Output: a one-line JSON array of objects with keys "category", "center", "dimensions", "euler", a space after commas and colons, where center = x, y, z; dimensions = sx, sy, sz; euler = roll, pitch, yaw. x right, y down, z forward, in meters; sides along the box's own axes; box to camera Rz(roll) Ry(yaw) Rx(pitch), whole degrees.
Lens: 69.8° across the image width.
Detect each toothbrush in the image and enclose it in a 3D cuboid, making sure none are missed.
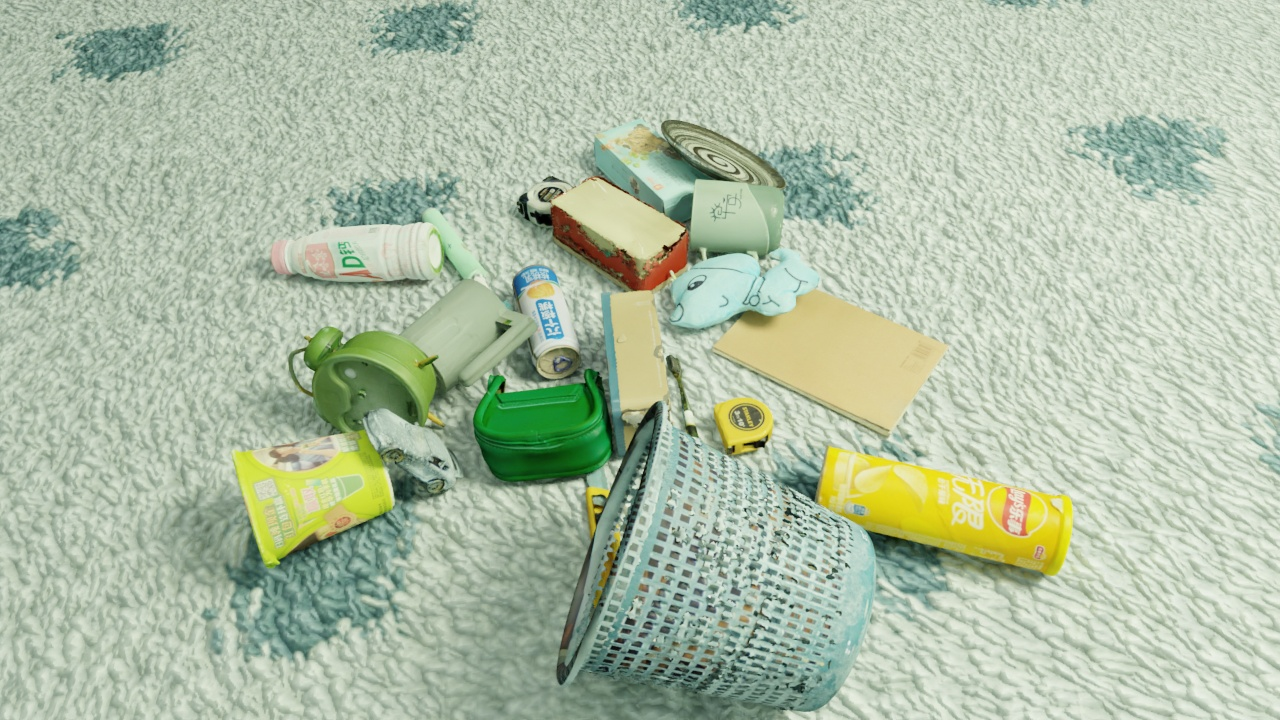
[{"category": "toothbrush", "center": [0.049, 0.064, 0.929], "dimensions": [0.012, 0.017, 0.185], "euler": [-29, 46, 17]}, {"category": "toothbrush", "center": [-0.209, -0.116, 1.099], "dimensions": [0.027, 0.026, 0.224], "euler": [-45, 54, 6]}]

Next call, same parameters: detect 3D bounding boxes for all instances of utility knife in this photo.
[{"category": "utility knife", "center": [-0.037, 0.154, 0.852], "dimensions": [0.033, 0.015, 0.214], "euler": [-7, 47, -6]}]

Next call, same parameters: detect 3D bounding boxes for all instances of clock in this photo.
[{"category": "clock", "center": [-0.278, 0.024, 0.918], "dimensions": [0.161, 0.116, 0.056], "euler": [10, 37, 7]}]

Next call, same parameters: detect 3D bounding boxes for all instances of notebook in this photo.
[{"category": "notebook", "center": [0.207, -0.014, 0.997], "dimensions": [0.211, 0.012, 0.149], "euler": [27, 53, 25]}]

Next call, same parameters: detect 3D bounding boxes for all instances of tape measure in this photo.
[{"category": "tape measure", "center": [0.104, 0.066, 0.917], "dimensions": [0.057, 0.029, 0.060], "euler": [-11, 48, -6]}, {"category": "tape measure", "center": [-0.113, -0.199, 1.166], "dimensions": [0.066, 0.034, 0.065], "euler": [32, 58, 30]}]

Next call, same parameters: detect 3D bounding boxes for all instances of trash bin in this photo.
[{"category": "trash bin", "center": [0.063, 0.170, 0.710], "dimensions": [0.195, 0.227, 0.225], "euler": [21, 49, -4]}]

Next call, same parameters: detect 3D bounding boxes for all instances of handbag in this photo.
[{"category": "handbag", "center": [-0.096, 0.056, 0.905], "dimensions": [0.131, 0.068, 0.120], "euler": [-8, 41, 0]}]

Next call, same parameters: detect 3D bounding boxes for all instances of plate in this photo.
[{"category": "plate", "center": [0.102, -0.256, 1.175], "dimensions": [0.179, 0.024, 0.179], "euler": [22, 27, -12]}]

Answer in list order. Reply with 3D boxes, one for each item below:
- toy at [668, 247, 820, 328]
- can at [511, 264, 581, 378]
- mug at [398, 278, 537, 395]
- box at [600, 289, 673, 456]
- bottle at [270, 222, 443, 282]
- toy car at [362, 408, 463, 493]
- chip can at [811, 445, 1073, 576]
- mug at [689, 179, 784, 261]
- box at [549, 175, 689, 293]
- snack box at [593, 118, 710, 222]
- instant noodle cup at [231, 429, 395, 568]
[{"category": "toy", "center": [0.107, -0.083, 1.032], "dimensions": [0.156, 0.050, 0.161], "euler": [24, 57, 36]}, {"category": "can", "center": [-0.104, -0.044, 1.010], "dimensions": [0.053, 0.053, 0.134], "euler": [-13, 48, -9]}, {"category": "mug", "center": [-0.184, -0.020, 0.965], "dimensions": [0.124, 0.084, 0.103], "euler": [17, 50, 40]}, {"category": "box", "center": [-0.006, 0.006, 0.938], "dimensions": [0.061, 0.090, 0.184], "euler": [-7, 45, -3]}, {"category": "bottle", "center": [-0.338, -0.127, 1.091], "dimensions": [0.197, 0.068, 0.068], "euler": [-1, 47, 6]}, {"category": "toy car", "center": [-0.212, 0.083, 0.860], "dimensions": [0.037, 0.120, 0.054], "euler": [-37, 51, 5]}, {"category": "chip can", "center": [0.265, 0.133, 0.821], "dimensions": [0.213, 0.072, 0.071], "euler": [11, 49, 14]}, {"category": "mug", "center": [0.113, -0.156, 1.090], "dimensions": [0.106, 0.082, 0.111], "euler": [6, 81, 3]}, {"category": "box", "center": [-0.028, -0.155, 1.092], "dimensions": [0.091, 0.077, 0.168], "euler": [-37, 55, -28]}, {"category": "snack box", "center": [0.014, -0.244, 1.188], "dimensions": [0.074, 0.052, 0.175], "euler": [-25, 51, -21]}, {"category": "instant noodle cup", "center": [-0.296, 0.118, 0.843], "dimensions": [0.123, 0.112, 0.111], "euler": [-17, 49, -22]}]
